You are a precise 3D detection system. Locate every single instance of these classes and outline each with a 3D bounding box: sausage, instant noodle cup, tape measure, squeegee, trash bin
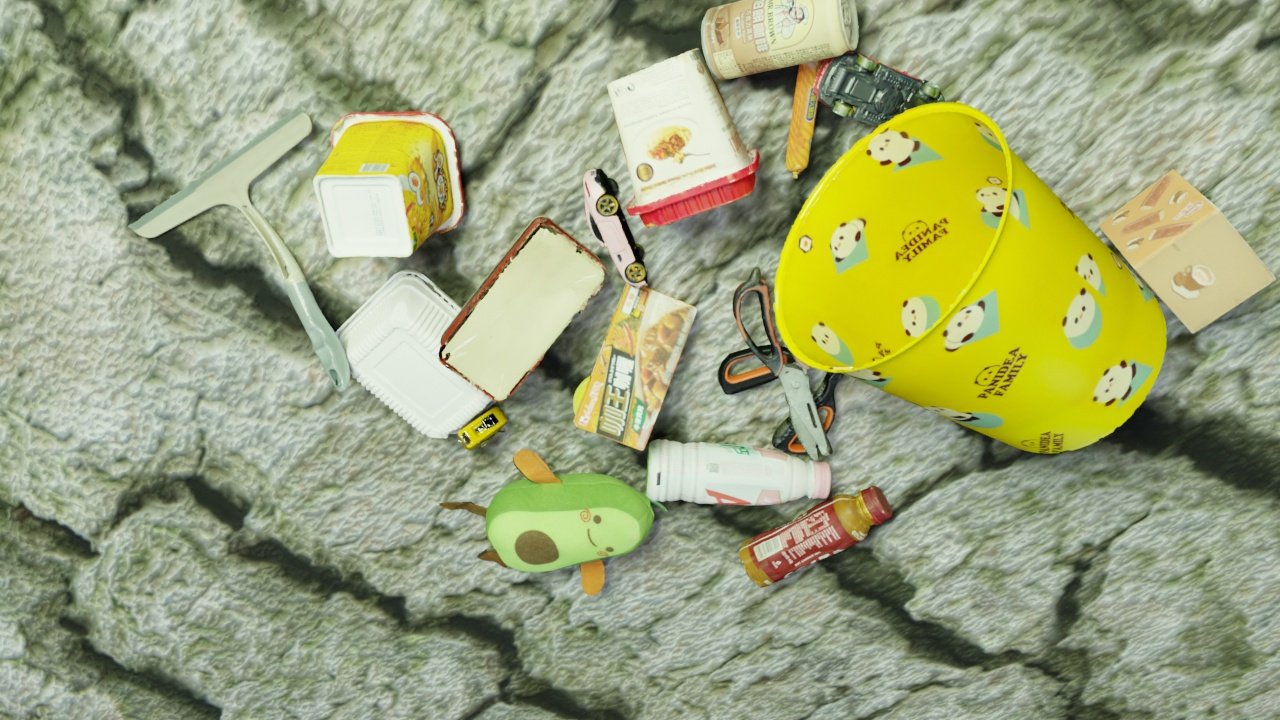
[{"bbox_3d":[0.145,-0.236,0.793,0.021,0.021,0.165,5,122,2],"label":"sausage"},{"bbox_3d":[-0.227,-0.151,0.818,0.116,0.123,0.116,0,122,4],"label":"instant noodle cup"},{"bbox_3d":[-0.170,0.077,0.992,0.057,0.060,0.029,-37,89,-15],"label":"tape measure"},{"bbox_3d":[0.032,-0.192,0.785,0.117,0.116,0.124,-17,106,15],"label":"instant noodle cup"},{"bbox_3d":[-0.348,-0.081,0.907,0.247,0.039,0.246,-25,100,23],"label":"squeegee"},{"bbox_3d":[0.283,-0.049,0.770,0.255,0.229,0.230,26,121,-28],"label":"trash bin"},{"bbox_3d":[-0.224,0.007,0.955,0.138,0.060,0.173,-37,113,24],"label":"instant noodle cup"}]

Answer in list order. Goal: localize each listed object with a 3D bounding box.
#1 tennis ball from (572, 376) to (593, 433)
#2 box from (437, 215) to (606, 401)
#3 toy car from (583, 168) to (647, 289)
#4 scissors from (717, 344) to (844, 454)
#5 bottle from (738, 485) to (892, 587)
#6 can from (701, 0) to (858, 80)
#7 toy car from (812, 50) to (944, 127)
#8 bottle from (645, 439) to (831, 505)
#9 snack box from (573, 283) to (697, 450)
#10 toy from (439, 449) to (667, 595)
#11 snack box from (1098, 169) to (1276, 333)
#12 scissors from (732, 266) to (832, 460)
[{"bbox_3d":[-0.038,0.045,0.958,0.065,0.065,0.066,2,122,3],"label":"tennis ball"},{"bbox_3d":[-0.111,-0.046,0.871,0.091,0.079,0.168,37,99,-17],"label":"box"},{"bbox_3d":[-0.025,-0.121,0.860,0.037,0.056,0.122,-19,119,11],"label":"toy car"},{"bbox_3d":[0.189,0.011,0.946,0.221,0.021,0.225,-1,120,0],"label":"scissors"},{"bbox_3d":[0.198,0.197,1.037,0.175,0.057,0.057,-32,114,22],"label":"bottle"},{"bbox_3d":[0.112,-0.266,0.739,0.116,0.058,0.058,-3,123,27],"label":"can"},{"bbox_3d":[0.202,-0.226,0.779,0.120,0.045,0.053,15,117,-23],"label":"toy car"},{"bbox_3d":[0.105,0.125,0.996,0.197,0.068,0.068,4,122,0],"label":"bottle"},{"bbox_3d":[-0.005,0.005,0.913,0.075,0.026,0.153,21,91,-8],"label":"snack box"},{"bbox_3d":[-0.097,0.186,1.038,0.247,0.089,0.227,-12,126,16],"label":"toy"},{"bbox_3d":[0.477,-0.096,0.809,0.093,0.094,0.077,40,117,-19],"label":"snack box"},{"bbox_3d":[0.164,0.004,0.919,0.206,0.015,0.195,29,112,-13],"label":"scissors"}]
